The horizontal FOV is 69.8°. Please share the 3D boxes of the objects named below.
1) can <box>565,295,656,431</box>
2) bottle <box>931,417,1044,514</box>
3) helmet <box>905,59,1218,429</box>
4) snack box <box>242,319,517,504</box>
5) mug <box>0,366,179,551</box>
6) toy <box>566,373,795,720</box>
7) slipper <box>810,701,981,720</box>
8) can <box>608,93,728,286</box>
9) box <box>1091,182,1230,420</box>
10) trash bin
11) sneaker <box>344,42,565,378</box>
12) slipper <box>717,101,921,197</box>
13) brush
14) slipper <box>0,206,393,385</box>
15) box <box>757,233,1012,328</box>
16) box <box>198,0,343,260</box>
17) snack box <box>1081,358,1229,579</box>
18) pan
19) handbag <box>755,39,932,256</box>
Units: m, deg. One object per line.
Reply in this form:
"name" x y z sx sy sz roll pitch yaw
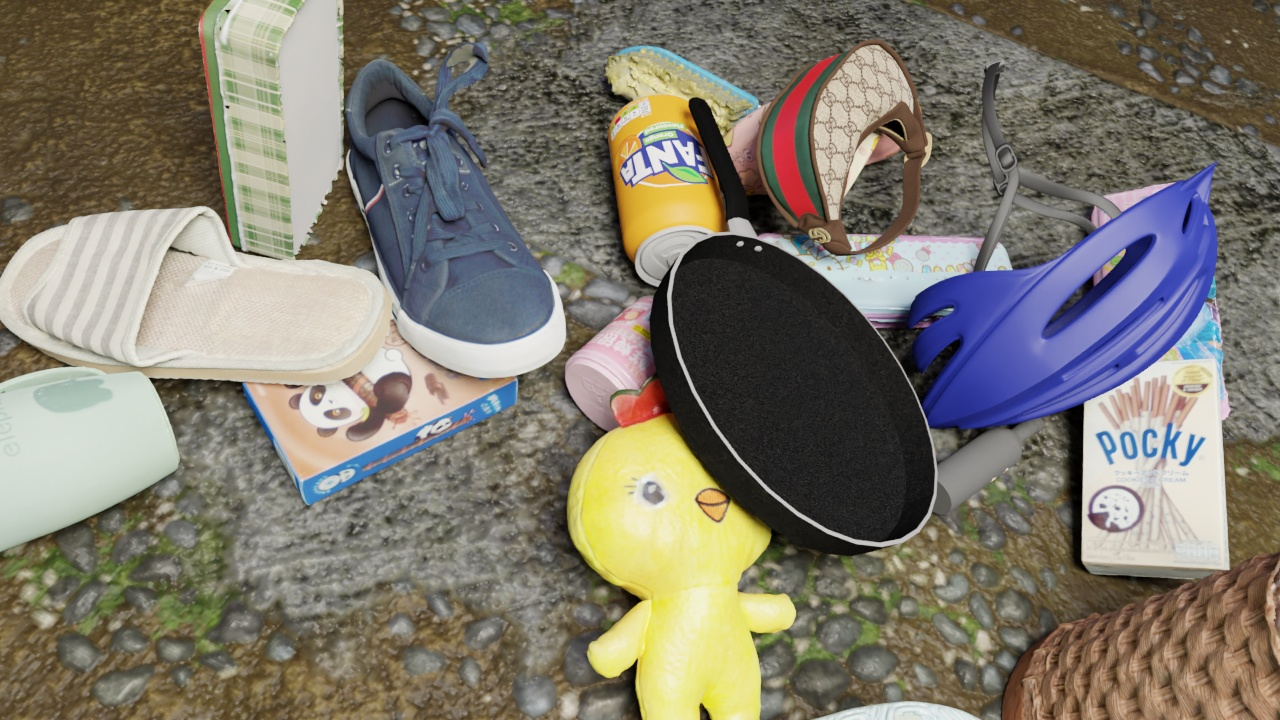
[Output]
"can" -0.004 0.004 0.618 0.067 0.067 0.076 37 57 15
"bottle" 0.242 0.067 0.639 0.112 0.030 0.030 -27 64 -25
"helmet" 0.258 -0.077 0.628 0.242 0.147 0.227 -36 81 19
"snack box" -0.167 0.021 0.599 0.151 0.034 0.087 -27 63 -26
"mug" -0.336 0.043 0.530 0.103 0.084 0.111 -23 48 -34
"toy" 0.020 0.116 0.535 0.133 0.092 0.207 1 63 -32
"slipper" 0.086 0.241 0.471 0.245 0.074 0.103 -8 57 4
"can" 0.020 -0.132 0.708 0.079 0.079 0.142 -1 56 -11
"box" 0.414 -0.038 0.737 0.085 0.077 0.229 -7 48 31
"trash bin" 0.302 0.177 0.465 0.151 0.211 0.151 5 55 -7
"sneaker" -0.132 -0.115 0.615 0.120 0.127 0.294 -20 52 -20
"slipper" 0.156 -0.168 0.755 0.197 0.093 0.081 -15 70 -20
"brush" 0.037 -0.233 0.798 0.136 0.055 0.075 32 34 12
"slipper" -0.289 -0.041 0.581 0.273 0.054 0.114 10 65 12
"box" 0.190 -0.063 0.716 0.214 0.036 0.076 0 56 -10
"box" -0.239 -0.169 0.614 0.050 0.206 0.117 15 56 -8
"snack box" 0.344 0.070 0.617 0.082 0.026 0.149 -6 58 35
"pan" 0.083 -0.039 0.612 0.225 0.034 0.355 8 53 -39
"handbag" 0.162 -0.156 0.685 0.166 0.063 0.138 -52 119 -31
